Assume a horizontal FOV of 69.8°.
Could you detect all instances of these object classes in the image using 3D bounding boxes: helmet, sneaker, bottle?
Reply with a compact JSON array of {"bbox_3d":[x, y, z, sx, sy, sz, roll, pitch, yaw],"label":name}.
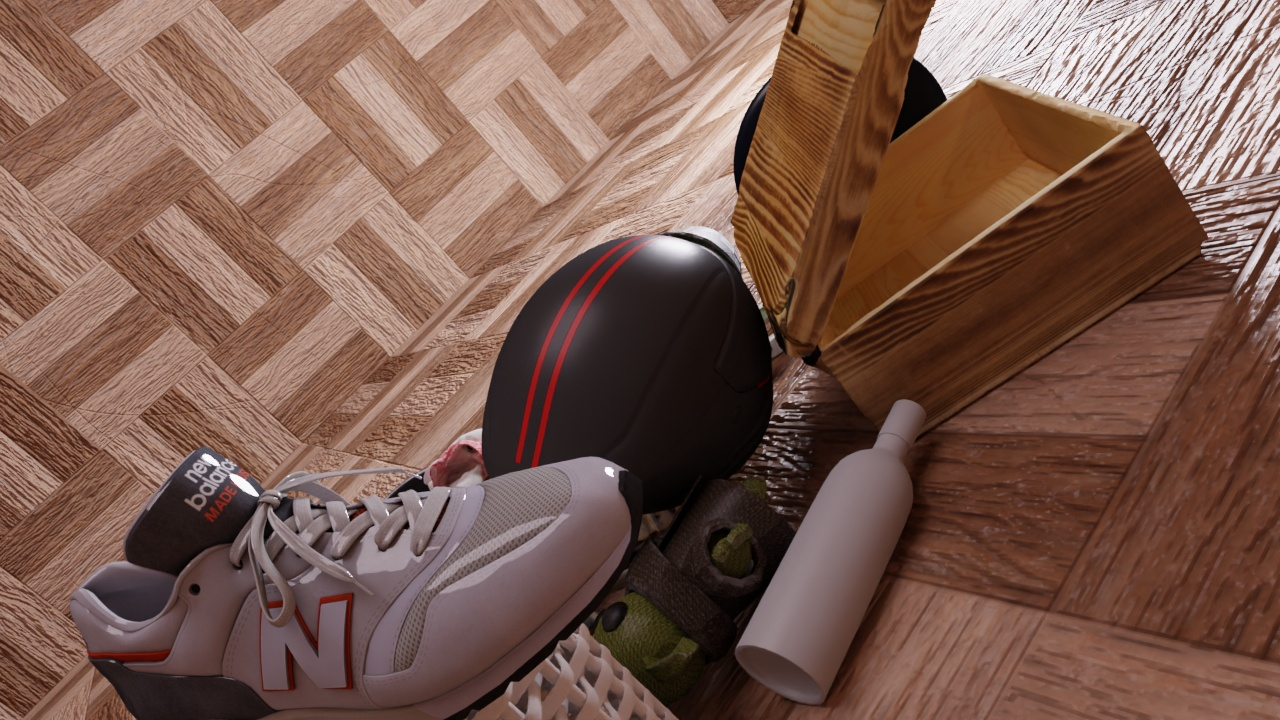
[{"bbox_3d":[-0.004,0.004,0.632,0.164,0.170,0.263,13,46,31],"label":"helmet"},{"bbox_3d":[-0.123,0.081,0.344,0.240,0.124,0.088,-36,19,18],"label":"sneaker"},{"bbox_3d":[0.122,0.098,0.531,0.053,0.052,0.194,-17,30,52],"label":"bottle"}]

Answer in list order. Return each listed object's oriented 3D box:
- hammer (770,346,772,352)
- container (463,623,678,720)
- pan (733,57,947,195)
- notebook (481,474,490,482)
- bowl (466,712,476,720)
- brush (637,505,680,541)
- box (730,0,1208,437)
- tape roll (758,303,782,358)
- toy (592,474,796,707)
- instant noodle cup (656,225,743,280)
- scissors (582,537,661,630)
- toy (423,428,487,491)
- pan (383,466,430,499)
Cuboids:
[{"bbox_3d":[-0.018,0.060,0.765,0.158,0.037,0.299,-19,16,46],"label":"hammer"},{"bbox_3d":[-0.071,0.216,0.436,0.189,0.187,0.189,-37,18,14],"label":"container"},{"bbox_3d":[0.183,-0.250,0.780,0.198,0.357,0.021,-1,27,-5],"label":"pan"},{"bbox_3d":[-0.111,0.102,0.765,0.224,0.024,0.168,-51,-2,-29],"label":"notebook"},{"bbox_3d":[-0.119,0.271,0.605,0.145,0.067,0.144,-37,18,14],"label":"bowl"},{"bbox_3d":[-0.068,0.140,0.821,0.272,0.056,0.083,-25,19,38],"label":"brush"},{"bbox_3d":[0.160,-0.133,0.667,0.270,0.263,0.278,-39,20,15],"label":"box"},{"bbox_3d":[0.123,-0.030,0.885,0.094,0.018,0.093,-37,19,14],"label":"tape roll"},{"bbox_3d":[0.031,0.139,0.562,0.152,0.078,0.180,-47,-6,-23],"label":"toy"},{"bbox_3d":[0.053,-0.083,0.992,0.137,0.137,0.112,-34,9,23],"label":"instant noodle cup"},{"bbox_3d":[-0.038,0.189,0.719,0.157,0.012,0.168,-39,17,7],"label":"scissors"},{"bbox_3d":[-0.173,0.117,0.983,0.159,0.084,0.194,-12,6,0],"label":"toy"},{"bbox_3d":[-0.250,0.235,0.996,0.187,0.055,0.356,-40,30,3],"label":"pan"}]
